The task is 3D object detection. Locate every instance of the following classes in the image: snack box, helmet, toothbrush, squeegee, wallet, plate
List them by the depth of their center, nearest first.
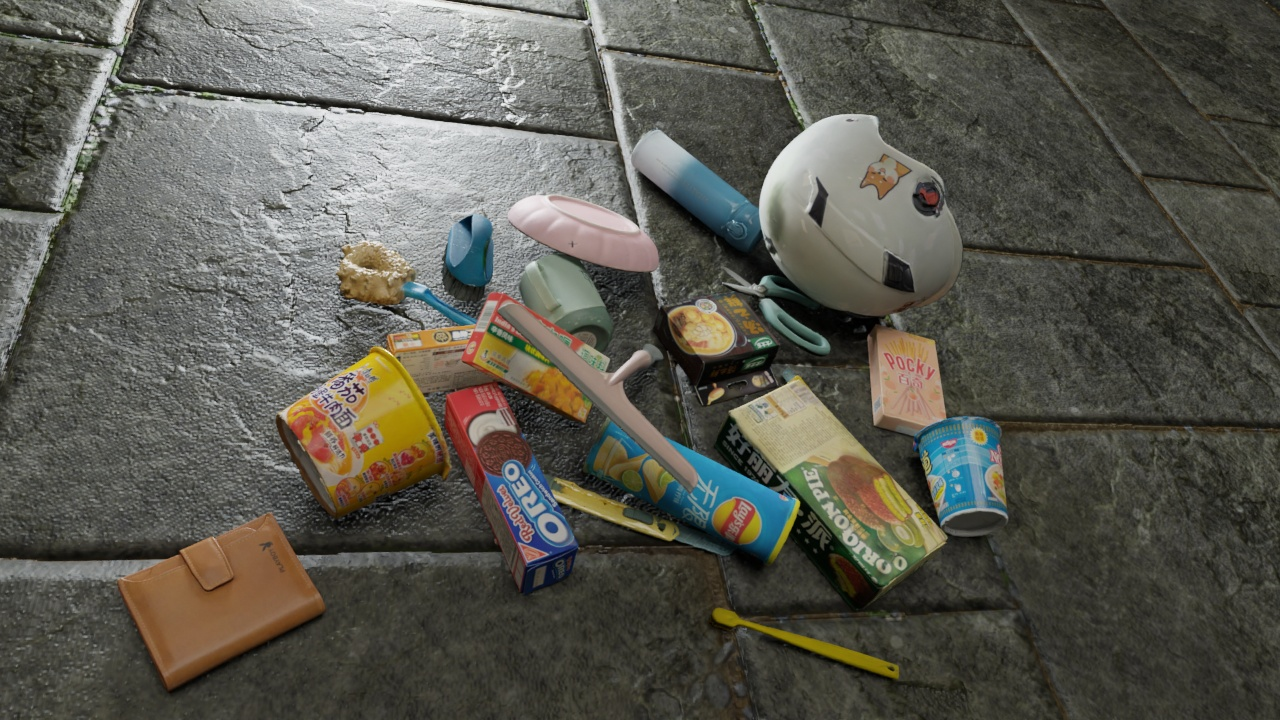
[{"bbox_3d":[-0.347,0.197,0.764,0.131,0.031,0.108,-23,62,-35],"label":"wallet"},{"bbox_3d":[0.156,0.272,0.877,0.190,0.017,0.015,18,46,-4],"label":"toothbrush"},{"bbox_3d":[-0.128,0.119,0.887,0.057,0.058,0.207,-15,56,-26],"label":"snack box"},{"bbox_3d":[-0.105,0.000,0.946,0.155,0.027,0.077,32,72,-38],"label":"snack box"},{"bbox_3d":[-0.006,0.006,0.958,0.247,0.040,0.249,42,16,3],"label":"squeegee"},{"bbox_3d":[-0.188,-0.003,0.962,0.153,0.075,0.026,-8,52,-25],"label":"snack box"},{"bbox_3d":[0.198,0.136,0.978,0.114,0.063,0.240,-23,61,-33],"label":"snack box"},{"bbox_3d":[0.095,-0.018,1.094,0.113,0.053,0.125,-14,50,-28],"label":"snack box"},{"bbox_3d":[-0.064,-0.161,1.111,0.192,0.039,0.192,18,18,-7],"label":"plate"},{"bbox_3d":[0.250,-0.160,1.142,0.156,0.231,0.274,-30,82,-31],"label":"helmet"},{"bbox_3d":[0.331,0.026,1.146,0.084,0.026,0.157,15,47,-6],"label":"snack box"}]

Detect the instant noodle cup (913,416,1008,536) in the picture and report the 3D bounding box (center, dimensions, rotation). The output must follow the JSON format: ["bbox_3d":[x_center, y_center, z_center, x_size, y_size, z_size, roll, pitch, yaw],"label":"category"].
[{"bbox_3d":[0.362,0.134,1.022,0.099,0.099,0.109,8,56,-12],"label":"instant noodle cup"}]

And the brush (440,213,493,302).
[{"bbox_3d":[-0.193,-0.127,1.052,0.055,0.074,0.143,19,28,-19],"label":"brush"}]

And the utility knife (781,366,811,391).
[{"bbox_3d":[0.213,0.071,1.074,0.033,0.015,0.170,-9,52,-33],"label":"utility knife"}]

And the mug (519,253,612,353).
[{"bbox_3d":[-0.088,-0.062,1.023,0.082,0.112,0.106,-32,52,8],"label":"mug"}]

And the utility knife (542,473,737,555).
[{"bbox_3d":[-0.004,0.160,0.926,0.212,0.022,0.030,23,46,-5],"label":"utility knife"}]

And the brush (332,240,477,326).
[{"bbox_3d":[-0.228,-0.062,1.032,0.254,0.046,0.083,26,43,-1],"label":"brush"}]

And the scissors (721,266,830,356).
[{"bbox_3d":[0.181,-0.074,1.160,0.170,0.019,0.180,39,32,11],"label":"scissors"}]

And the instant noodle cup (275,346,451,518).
[{"bbox_3d":[-0.257,0.071,0.840,0.109,0.138,0.138,-31,65,-28],"label":"instant noodle cup"}]

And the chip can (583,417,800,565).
[{"bbox_3d":[0.051,0.127,0.926,0.210,0.071,0.071,26,47,7],"label":"chip can"}]

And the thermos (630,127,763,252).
[{"bbox_3d":[0.083,-0.233,1.264,0.220,0.070,0.070,42,50,19],"label":"thermos"}]
